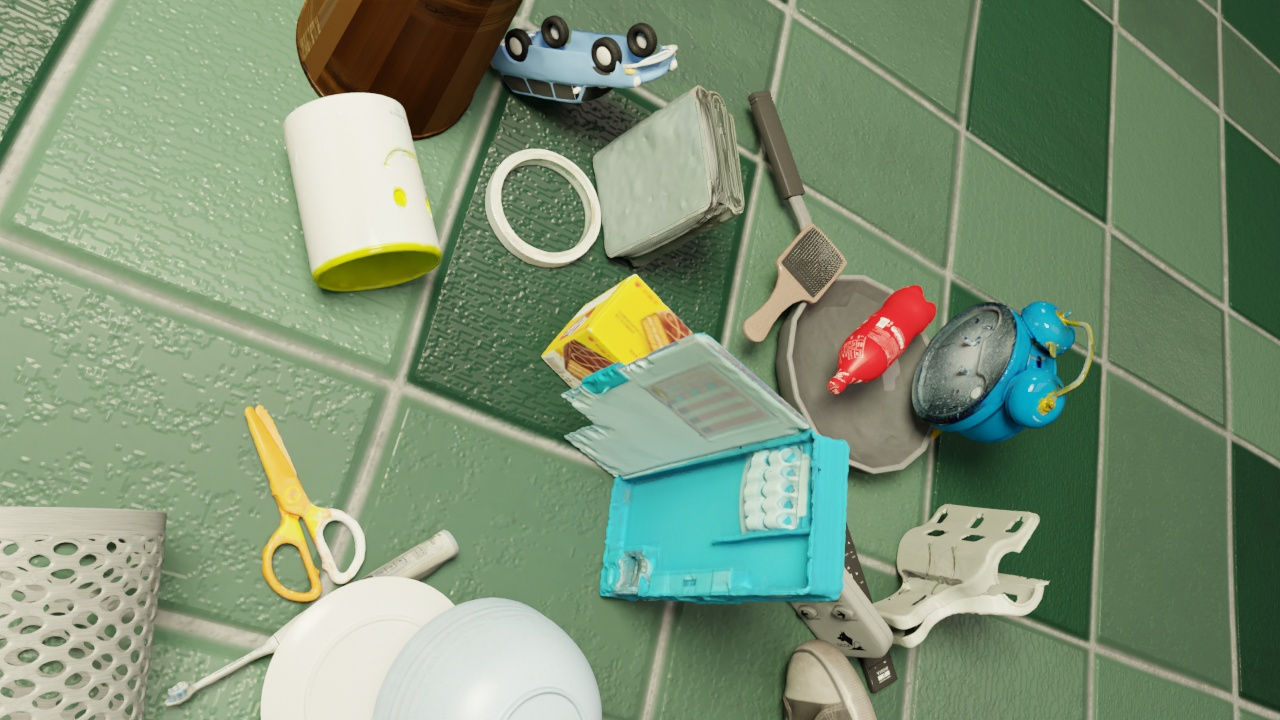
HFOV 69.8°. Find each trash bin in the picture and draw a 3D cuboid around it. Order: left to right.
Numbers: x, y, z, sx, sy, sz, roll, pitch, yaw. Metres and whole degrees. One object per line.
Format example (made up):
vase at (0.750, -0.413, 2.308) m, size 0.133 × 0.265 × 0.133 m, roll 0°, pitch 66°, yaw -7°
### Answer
trash bin at (-0.308, 0.161, 0.413) m, size 0.156 × 0.157 × 0.183 m, roll 5°, pitch 77°, yaw -30°

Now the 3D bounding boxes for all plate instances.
plate at (-0.159, 0.201, 0.559) m, size 0.134 × 0.011 × 0.134 m, roll 2°, pitch 86°, yaw -35°

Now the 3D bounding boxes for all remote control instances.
remote control at (0.134, 0.174, 0.719) m, size 0.019 × 0.074 × 0.151 m, roll -43°, pitch 100°, yaw -32°
remote control at (0.185, 0.209, 0.780) m, size 0.030 × 0.009 × 0.140 m, roll -15°, pitch 85°, yaw -33°

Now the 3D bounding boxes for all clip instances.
clip at (0.265, 0.192, 0.768) m, size 0.104 × 0.127 × 0.151 m, roll 41°, pitch 73°, yaw -8°

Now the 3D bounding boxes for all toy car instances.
toy car at (-0.045, -0.222, 0.686) m, size 0.056 × 0.153 × 0.055 m, roll -39°, pitch 135°, yaw -41°

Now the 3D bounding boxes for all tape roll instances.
tape roll at (-0.074, -0.118, 0.708) m, size 0.093 × 0.013 × 0.093 m, roll 8°, pitch 73°, yaw -30°

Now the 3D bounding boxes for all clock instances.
clock at (0.299, 0.010, 0.760) m, size 0.060 × 0.162 × 0.116 m, roll 30°, pitch 66°, yaw -18°

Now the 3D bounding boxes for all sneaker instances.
sneaker at (0.097, 0.318, 0.655) m, size 0.119 × 0.095 × 0.234 m, roll 16°, pitch 77°, yaw -27°

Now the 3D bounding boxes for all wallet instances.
wallet at (0.021, -0.136, 0.700) m, size 0.054 × 0.132 × 0.100 m, roll -3°, pitch 80°, yaw -35°

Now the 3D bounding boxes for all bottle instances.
bottle at (0.202, -0.016, 0.777) m, size 0.141 × 0.042 × 0.042 m, roll -40°, pitch 99°, yaw -32°

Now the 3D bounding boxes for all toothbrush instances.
toothbrush at (-0.194, 0.156, 0.559) m, size 0.185 × 0.024 × 0.022 m, roll -26°, pitch 48°, yaw -33°

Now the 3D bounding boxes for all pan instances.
pan at (0.160, -0.070, 0.819) m, size 0.178 × 0.041 × 0.357 m, roll -16°, pitch 86°, yaw -33°

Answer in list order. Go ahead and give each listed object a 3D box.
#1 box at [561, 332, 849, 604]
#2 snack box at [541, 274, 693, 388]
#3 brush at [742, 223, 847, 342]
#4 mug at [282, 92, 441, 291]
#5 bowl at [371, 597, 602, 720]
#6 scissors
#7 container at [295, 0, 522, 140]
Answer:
box at (0.030, 0.074, 0.592) m, size 0.084 × 0.228 × 0.171 m, roll -20°, pitch 89°, yaw -34°
snack box at (-0.004, 0.004, 0.676) m, size 0.106 × 0.084 × 0.061 m, roll 45°, pitch 58°, yaw -12°
brush at (0.127, -0.062, 0.763) m, size 0.050 × 0.015 × 0.135 m, roll 47°, pitch 59°, yaw -6°
mug at (-0.182, -0.108, 0.599) m, size 0.082 × 0.083 × 0.106 m, roll -10°, pitch 81°, yaw -33°
bowl at (-0.079, 0.227, 0.561) m, size 0.150 × 0.075 × 0.150 m, roll 2°, pitch 86°, yaw -39°
scissors at (-0.214, 0.084, 0.571) m, size 0.065 × 0.013 × 0.128 m, roll -19°, pitch 89°, yaw -34°
container at (-0.143, -0.243, 0.607) m, size 0.132 × 0.168 × 0.132 m, roll 8°, pitch 73°, yaw -29°
